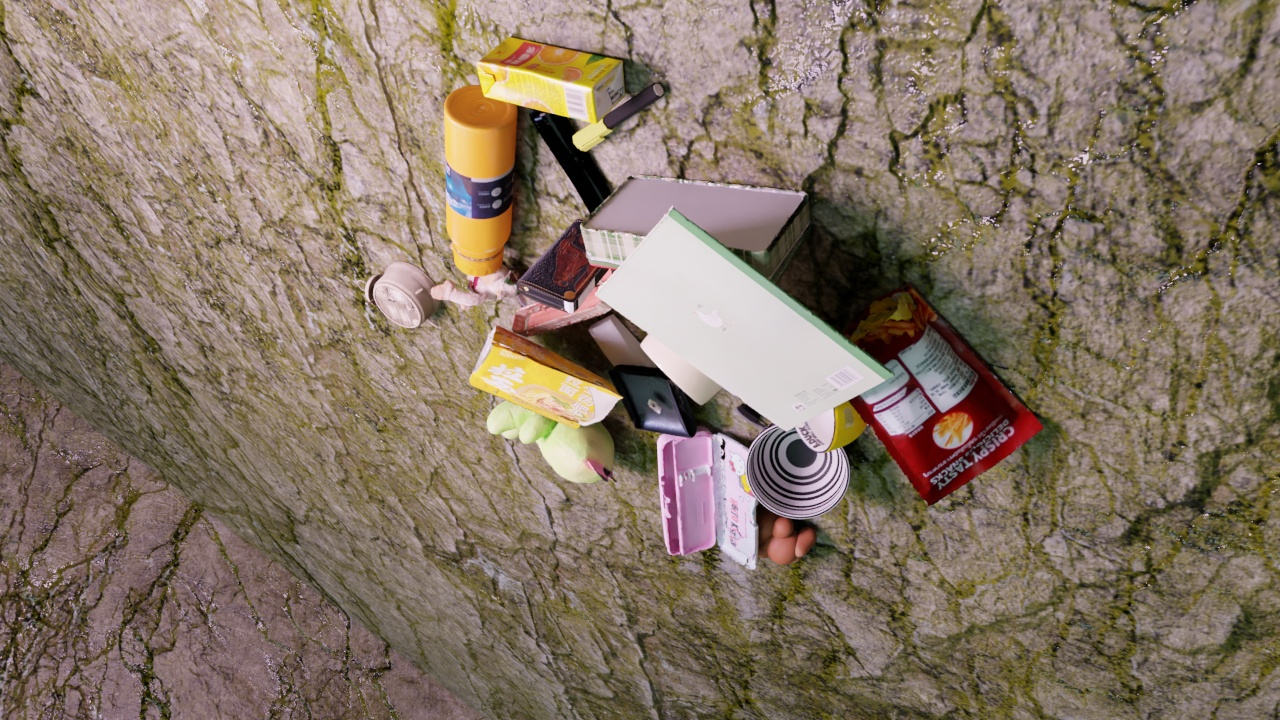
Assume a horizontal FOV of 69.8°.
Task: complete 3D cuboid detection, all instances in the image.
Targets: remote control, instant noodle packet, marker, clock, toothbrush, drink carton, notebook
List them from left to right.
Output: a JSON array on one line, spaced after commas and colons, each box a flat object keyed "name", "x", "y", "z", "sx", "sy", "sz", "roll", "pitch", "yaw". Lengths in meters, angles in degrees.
[{"name": "clock", "x": -0.351, "y": -0.092, "z": 1.307, "sx": 0.141, "sy": 0.054, "sz": 0.093, "roll": 14, "pitch": 139, "yaw": 24}, {"name": "instant noodle packet", "x": -0.117, "y": 0.020, "z": 1.120, "sx": 0.163, "sy": 0.084, "sz": 0.222, "roll": 26, "pitch": 171, "yaw": -11}, {"name": "drink carton", "x": -0.087, "y": -0.272, "z": 0.888, "sx": 0.135, "sy": 0.058, "sz": 0.043, "roll": 20, "pitch": 142, "yaw": 23}, {"name": "remote control", "x": -0.069, "y": -0.207, "z": 0.980, "sx": 0.041, "sy": 0.020, "sz": 0.152, "roll": -3, "pitch": 130, "yaw": 43}, {"name": "marker", "x": -0.023, "y": -0.239, "z": 0.906, "sx": 0.124, "sy": 0.017, "sz": 0.021, "roll": -19, "pitch": 74, "yaw": 47}, {"name": "remote control", "x": -0.007, "y": 0.007, "z": 1.165, "sx": 0.143, "sy": 0.024, "sz": 0.050, "roll": 47, "pitch": 143, "yaw": -16}, {"name": "notebook", "x": 0.091, "y": -0.028, "z": 0.878, "sx": 0.252, "sy": 0.010, "sz": 0.182, "roll": 35, "pitch": 150, "yaw": -9}, {"name": "toothbrush", "x": 0.187, "y": 0.106, "z": 1.131, "sx": 0.167, "sy": 0.012, "sz": 0.013, "roll": 37, "pitch": 136, "yaw": -1}]

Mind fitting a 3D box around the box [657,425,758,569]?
[{"name": "box", "x": 0.094, "y": 0.180, "z": 1.224, "sx": 0.146, "sy": 0.077, "sz": 0.202, "roll": 4, "pitch": 123, "yaw": 15}]

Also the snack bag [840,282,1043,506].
[{"name": "snack bag", "x": 0.282, "y": 0.037, "z": 0.903, "sx": 0.139, "sy": 0.066, "sz": 0.208, "roll": -41, "pitch": 100, "yaw": 10}]

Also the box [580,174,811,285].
[{"name": "box", "x": 0.054, "y": -0.127, "z": 0.892, "sx": 0.206, "sy": 0.117, "sz": 0.051, "roll": 12, "pitch": 133, "yaw": 27}]

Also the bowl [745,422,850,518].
[{"name": "bowl", "x": 0.189, "y": 0.120, "z": 1.089, "sx": 0.120, "sy": 0.066, "sz": 0.120, "roll": 4, "pitch": 106, "yaw": 14}]

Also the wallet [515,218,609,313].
[{"name": "wallet", "x": -0.074, "y": -0.106, "z": 1.009, "sx": 0.072, "sy": 0.122, "sz": 0.019, "roll": 23, "pitch": 143, "yaw": 16}]

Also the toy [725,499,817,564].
[{"name": "toy", "x": 0.172, "y": 0.225, "z": 1.249, "sx": 0.128, "sy": 0.065, "sz": 0.095, "roll": 39, "pitch": 142, "yaw": 13}]

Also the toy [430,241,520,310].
[{"name": "toy", "x": -0.198, "y": -0.097, "z": 1.156, "sx": 0.106, "sy": 0.085, "sz": 0.074, "roll": 11, "pitch": 152, "yaw": 23}]

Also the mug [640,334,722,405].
[{"name": "mug", "x": 0.064, "y": -0.025, "z": 1.015, "sx": 0.096, "sy": 0.100, "sz": 0.120, "roll": 41, "pitch": -175, "yaw": -35}]

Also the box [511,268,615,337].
[{"name": "box", "x": -0.095, "y": -0.080, "z": 1.117, "sx": 0.041, "sy": 0.082, "sz": 0.187, "roll": 20, "pitch": 156, "yaw": -39}]

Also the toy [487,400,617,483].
[{"name": "toy", "x": -0.112, "y": 0.105, "z": 1.294, "sx": 0.197, "sy": 0.107, "sz": 0.150, "roll": 20, "pitch": 174, "yaw": 12}]

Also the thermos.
[{"name": "thermos", "x": -0.182, "y": -0.199, "z": 1.043, "sx": 0.076, "sy": 0.091, "sz": 0.233, "roll": 5, "pitch": 143, "yaw": -6}]

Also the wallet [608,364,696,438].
[{"name": "wallet", "x": 0.016, "y": 0.050, "z": 1.151, "sx": 0.089, "sy": 0.026, "sz": 0.115, "roll": 7, "pitch": 138, "yaw": 32}]

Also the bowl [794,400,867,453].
[{"name": "bowl", "x": 0.206, "y": 0.034, "z": 0.972, "sx": 0.117, "sy": 0.067, "sz": 0.117, "roll": 167, "pitch": 90, "yaw": -75}]
